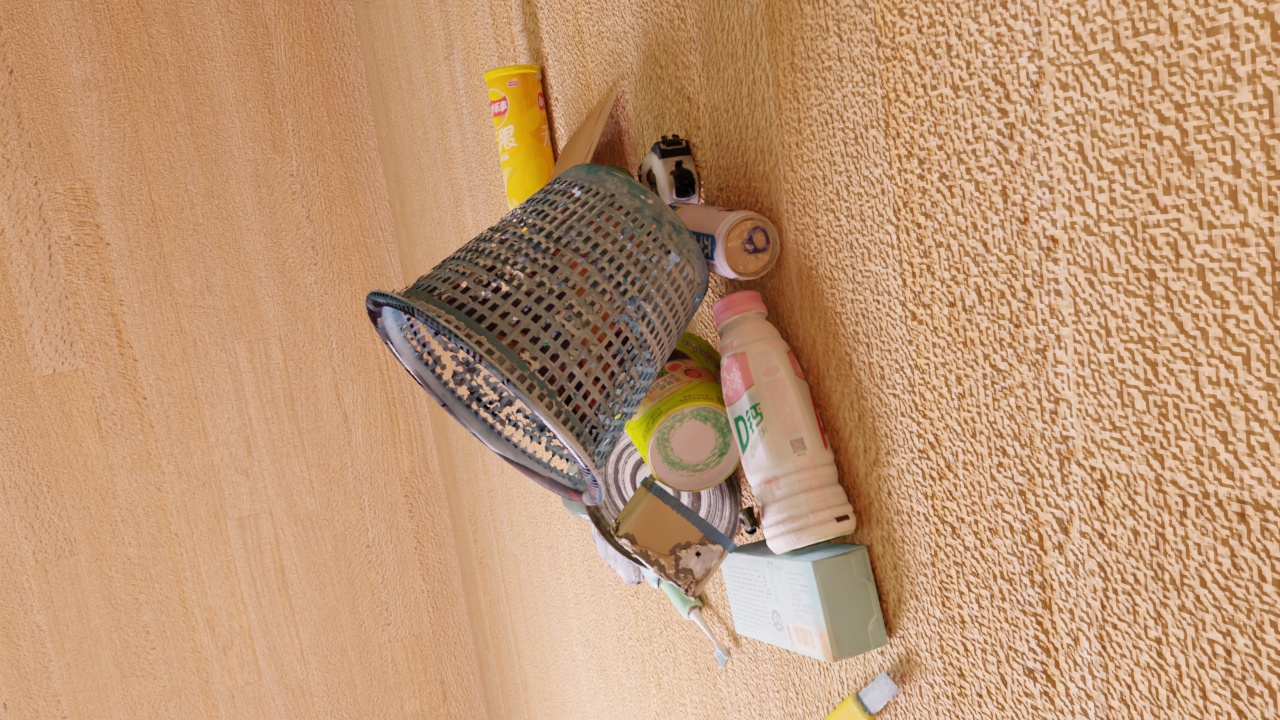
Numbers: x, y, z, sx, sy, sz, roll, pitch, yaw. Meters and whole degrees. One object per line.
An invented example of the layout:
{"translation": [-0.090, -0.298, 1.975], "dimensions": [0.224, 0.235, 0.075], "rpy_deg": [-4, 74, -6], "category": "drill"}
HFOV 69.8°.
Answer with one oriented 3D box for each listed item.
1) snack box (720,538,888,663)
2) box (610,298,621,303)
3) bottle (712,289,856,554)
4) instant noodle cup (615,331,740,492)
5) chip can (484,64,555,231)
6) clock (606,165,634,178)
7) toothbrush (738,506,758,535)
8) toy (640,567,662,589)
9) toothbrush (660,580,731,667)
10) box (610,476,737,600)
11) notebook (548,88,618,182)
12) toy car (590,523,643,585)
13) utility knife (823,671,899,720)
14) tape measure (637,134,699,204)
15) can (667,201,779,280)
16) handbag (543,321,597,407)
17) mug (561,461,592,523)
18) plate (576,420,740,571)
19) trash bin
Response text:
{"translation": [0.124, 0.186, 0.732], "dimensions": [0.175, 0.051, 0.074], "rpy_deg": [155, 104, -69], "category": "snack box"}
{"translation": [-0.076, -0.104, 1.020], "dimensions": [0.168, 0.077, 0.091], "rpy_deg": [-147, 57, -73], "category": "box"}
{"translation": [0.102, 0.043, 0.693], "dimensions": [0.068, 0.068, 0.196], "rpy_deg": [130, 127, -65], "category": "bottle"}
{"translation": [0.034, 0.047, 0.771], "dimensions": [0.123, 0.111, 0.112], "rpy_deg": [-115, 21, -65], "category": "instant noodle cup"}
{"translation": [-0.146, -0.261, 1.166], "dimensions": [0.072, 0.072, 0.213], "rpy_deg": [-165, 65, -68], "category": "chip can"}
{"translation": [-0.018, -0.121, 0.861], "dimensions": [0.161, 0.056, 0.116], "rpy_deg": [-49, -60, -86], "category": "clock"}
{"translation": [0.090, 0.135, 0.747], "dimensions": [0.017, 0.012, 0.186], "rpy_deg": [63, 180, 16], "category": "toothbrush"}
{"translation": [0.015, 0.166, 1.015], "dimensions": [0.156, 0.049, 0.161], "rpy_deg": [-137, 49, -66], "category": "toy"}
{"translation": [0.045, 0.260, 1.019], "dimensions": [0.224, 0.026, 0.027], "rpy_deg": [43, 115, 57], "category": "toothbrush"}
{"translation": [0.024, 0.149, 0.797], "dimensions": [0.090, 0.061, 0.184], "rpy_deg": [38, 176, -1], "category": "box"}
{"translation": [-0.083, -0.199, 1.006], "dimensions": [0.149, 0.012, 0.212], "rpy_deg": [-69, 16, -10], "category": "notebook"}
{"translation": [-0.031, 0.247, 1.202], "dimensions": [0.120, 0.036, 0.054], "rpy_deg": [39, 136, 55], "category": "toy car"}
{"translation": [0.166, 0.288, 0.726], "dimensions": [0.215, 0.015, 0.033], "rpy_deg": [102, 150, -52], "category": "utility knife"}
{"translation": [0.026, -0.159, 0.826], "dimensions": [0.066, 0.033, 0.066], "rpy_deg": [133, 123, -68], "category": "tape measure"}
{"translation": [0.058, -0.099, 0.746], "dimensions": [0.134, 0.053, 0.053], "rpy_deg": [-151, 52, -64], "category": "can"}
{"translation": [-0.086, 0.009, 1.179], "dimensions": [0.120, 0.067, 0.131], "rpy_deg": [-2, 98, 62], "category": "handbag"}
{"translation": [-0.034, 0.115, 0.999], "dimensions": [0.111, 0.082, 0.106], "rpy_deg": [-42, -32, -80], "category": "mug"}
{"translation": [0.018, 0.126, 0.905], "dimensions": [0.180, 0.024, 0.180], "rpy_deg": [10, 113, 25], "category": "plate"}
{"translation": [-0.059, -0.034, 0.704], "dimensions": [0.226, 0.194, 0.227], "rpy_deg": [35, 160, 15], "category": "trash bin"}
